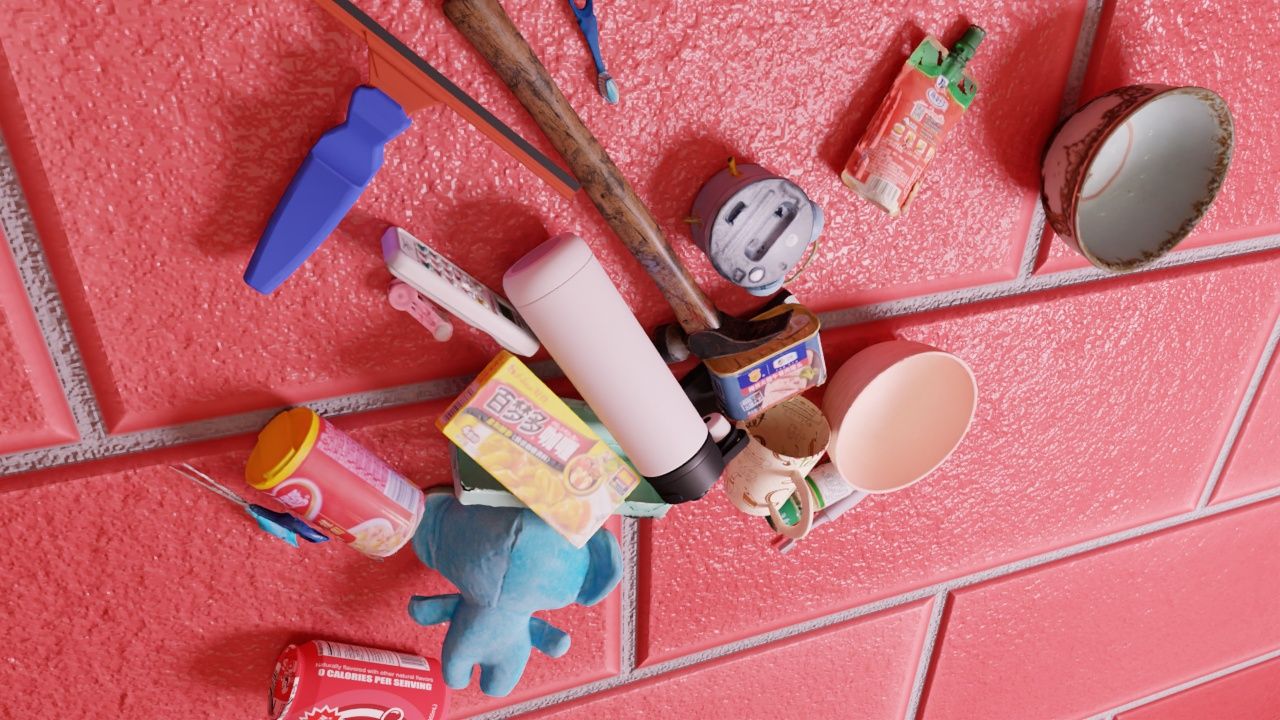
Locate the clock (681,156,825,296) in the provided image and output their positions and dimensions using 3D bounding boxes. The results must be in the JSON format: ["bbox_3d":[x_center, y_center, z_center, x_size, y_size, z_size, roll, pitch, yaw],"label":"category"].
[{"bbox_3d":[0.094,-0.100,0.718,0.124,0.051,0.089,30,104,-35],"label":"clock"}]

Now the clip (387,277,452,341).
[{"bbox_3d":[-0.157,-0.034,0.663,0.023,0.043,0.060,-44,140,3],"label":"clip"}]

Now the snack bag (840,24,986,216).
[{"bbox_3d":[0.224,-0.194,0.727,0.087,0.044,0.155,22,105,-38],"label":"snack bag"}]

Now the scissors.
[{"bbox_3d":[-0.281,0.107,0.670,0.130,0.117,0.014,55,52,-41],"label":"scissors"}]

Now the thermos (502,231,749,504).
[{"bbox_3d":[-0.004,0.004,0.702,0.230,0.069,0.101,55,51,-19],"label":"thermos"}]

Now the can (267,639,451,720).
[{"bbox_3d":[-0.242,0.290,0.800,0.142,0.074,0.074,22,109,-32],"label":"can"}]

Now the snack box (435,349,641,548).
[{"bbox_3d":[-0.074,0.069,0.692,0.075,0.025,0.152,-47,116,-8],"label":"snack box"}]

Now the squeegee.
[{"bbox_3d":[-0.193,-0.118,0.582,0.249,0.055,0.185,36,102,-18],"label":"squeegee"}]

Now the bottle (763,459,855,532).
[{"bbox_3d":[0.171,0.127,0.896,0.110,0.042,0.043,-26,126,-7],"label":"bottle"}]

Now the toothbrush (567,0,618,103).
[{"bbox_3d":[-0.038,-0.229,0.603,0.021,0.016,0.132,-28,127,-8],"label":"toothbrush"}]

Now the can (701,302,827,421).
[{"bbox_3d":[0.105,0.002,0.766,0.099,0.054,0.059,-26,127,-6],"label":"can"}]

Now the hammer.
[{"bbox_3d":[-0.015,-0.121,0.643,0.120,0.033,0.330,-12,131,37],"label":"hammer"}]

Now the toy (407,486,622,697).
[{"bbox_3d":[-0.114,0.190,0.776,0.183,0.115,0.181,14,96,-6],"label":"toy"}]

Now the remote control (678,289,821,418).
[{"bbox_3d":[0.093,0.000,0.803,0.133,0.013,0.058,-41,127,5],"label":"remote control"}]

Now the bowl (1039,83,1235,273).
[{"bbox_3d":[0.403,-0.165,0.783,0.159,0.094,0.160,-11,123,-17],"label":"bowl"}]

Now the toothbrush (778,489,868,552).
[{"bbox_3d":[0.216,0.137,0.937,0.188,0.018,0.019,-38,129,2],"label":"toothbrush"}]

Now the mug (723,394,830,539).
[{"bbox_3d":[0.123,0.102,0.811,0.081,0.122,0.097,-7,137,-23],"label":"mug"}]

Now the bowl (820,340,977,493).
[{"bbox_3d":[0.225,0.041,0.846,0.152,0.076,0.153,-12,125,-17],"label":"bowl"}]

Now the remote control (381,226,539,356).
[{"bbox_3d":[-0.129,-0.046,0.657,0.022,0.050,0.133,-45,126,12],"label":"remote control"}]

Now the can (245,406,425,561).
[{"bbox_3d":[-0.227,0.094,0.690,0.067,0.066,0.124,-41,127,4],"label":"can"}]

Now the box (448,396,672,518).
[{"bbox_3d":[-0.051,0.065,0.740,0.188,0.077,0.092,10,127,-26],"label":"box"}]
